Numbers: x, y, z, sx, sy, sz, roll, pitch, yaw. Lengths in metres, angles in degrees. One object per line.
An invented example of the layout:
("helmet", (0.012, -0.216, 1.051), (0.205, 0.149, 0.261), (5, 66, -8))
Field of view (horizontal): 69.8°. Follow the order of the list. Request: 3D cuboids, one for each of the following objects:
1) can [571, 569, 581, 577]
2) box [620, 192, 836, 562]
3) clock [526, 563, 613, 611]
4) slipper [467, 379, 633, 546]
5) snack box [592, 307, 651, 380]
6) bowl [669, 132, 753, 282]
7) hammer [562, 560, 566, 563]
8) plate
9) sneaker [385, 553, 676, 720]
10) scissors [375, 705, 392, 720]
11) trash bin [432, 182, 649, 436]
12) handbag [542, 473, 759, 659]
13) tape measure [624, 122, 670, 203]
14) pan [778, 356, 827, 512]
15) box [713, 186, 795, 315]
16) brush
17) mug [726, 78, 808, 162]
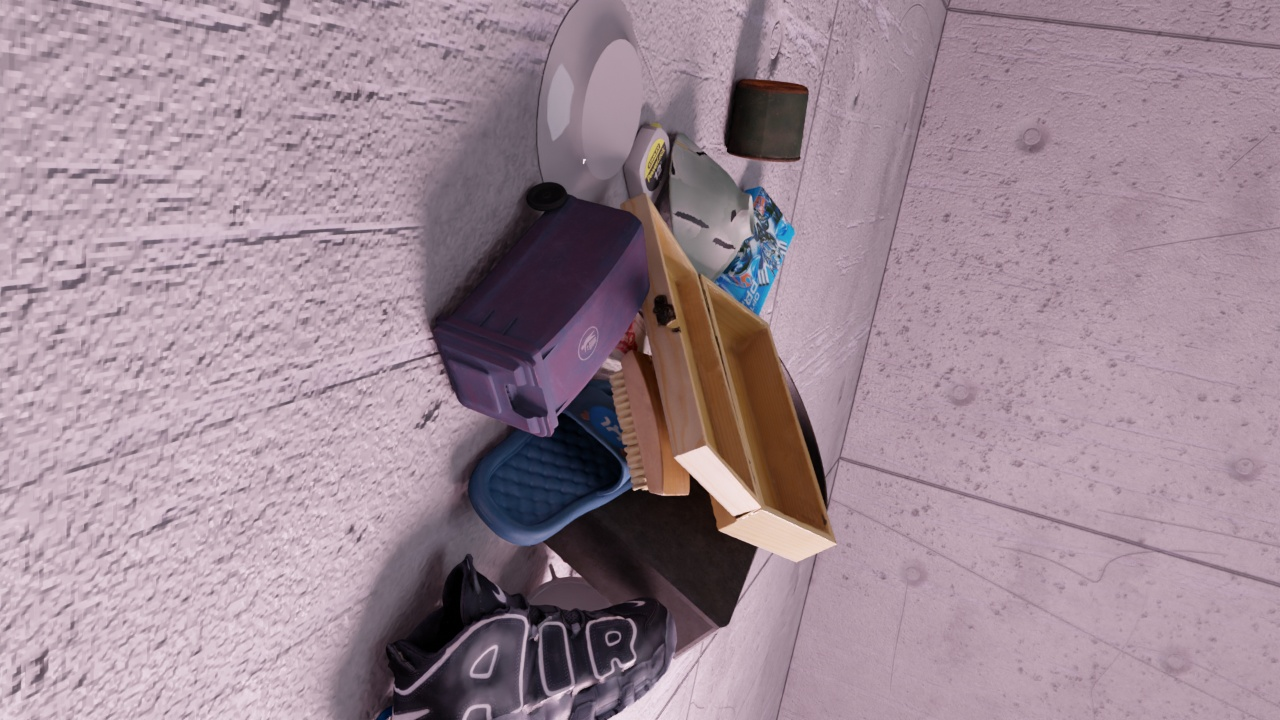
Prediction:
("can", (-0.033, 0.221, 0.983), (0.106, 0.044, 0.044), (-15, 118, -67))
("box", (0.069, 0.020, 0.784), (0.257, 0.076, 0.246), (47, 24, -50))
("clock", (-0.069, 0.266, 0.819), (0.061, 0.120, 0.158), (85, 20, -46))
("slipper", (-0.053, 0.071, 0.740), (0.213, 0.104, 0.059), (-31, 166, -49))
("snack box", (-0.005, 0.005, 0.854), (0.273, 0.077, 0.044), (48, 56, -66))
("bowl", (0.077, -0.142, 0.909), (0.174, 0.068, 0.174), (-2, 89, -75))
("hammer", (0.026, 0.174, 0.984), (0.315, 0.036, 0.126), (2, 135, -51))
("plate", (-0.029, -0.197, 0.720), (0.172, 0.019, 0.173), (16, 89, -70))
("sneaker", (-0.088, 0.208, 0.695), (0.251, 0.097, 0.151), (-21, 99, -39))
("scissors", (-0.164, 0.246, 0.698), (0.073, 0.016, 0.133), (77, 33, -49))
("trash bin", (-0.067, -0.035, 0.644), (0.160, 0.092, 0.094), (-55, 153, -34))
("handbag", (0.012, 0.139, 0.862), (0.103, 0.197, 0.198), (-47, 180, 39))
("tape measure", (0.008, -0.178, 0.837), (0.065, 0.017, 0.064), (69, 41, -59))
("pan", (0.120, 0.080, 0.980), (0.355, 0.043, 0.248), (7, 64, -65))
("box", (0.128, -0.077, 1.154), (0.167, 0.075, 0.243), (75, 36, -56))
("brush", (0.006, 0.053, 0.729), (0.049, 0.039, 0.117), (15, 58, -62))
("mug", (0.142, -0.277, 1.048), (0.111, 0.085, 0.081), (-109, -157, -67))
